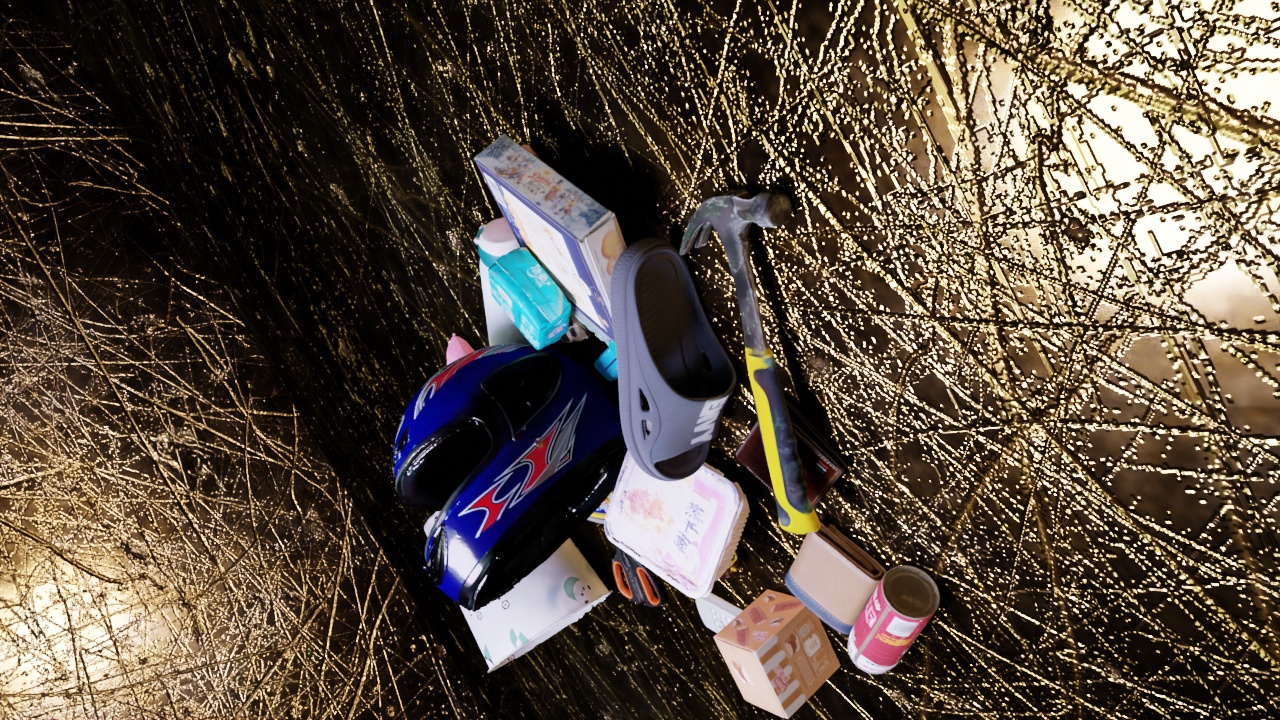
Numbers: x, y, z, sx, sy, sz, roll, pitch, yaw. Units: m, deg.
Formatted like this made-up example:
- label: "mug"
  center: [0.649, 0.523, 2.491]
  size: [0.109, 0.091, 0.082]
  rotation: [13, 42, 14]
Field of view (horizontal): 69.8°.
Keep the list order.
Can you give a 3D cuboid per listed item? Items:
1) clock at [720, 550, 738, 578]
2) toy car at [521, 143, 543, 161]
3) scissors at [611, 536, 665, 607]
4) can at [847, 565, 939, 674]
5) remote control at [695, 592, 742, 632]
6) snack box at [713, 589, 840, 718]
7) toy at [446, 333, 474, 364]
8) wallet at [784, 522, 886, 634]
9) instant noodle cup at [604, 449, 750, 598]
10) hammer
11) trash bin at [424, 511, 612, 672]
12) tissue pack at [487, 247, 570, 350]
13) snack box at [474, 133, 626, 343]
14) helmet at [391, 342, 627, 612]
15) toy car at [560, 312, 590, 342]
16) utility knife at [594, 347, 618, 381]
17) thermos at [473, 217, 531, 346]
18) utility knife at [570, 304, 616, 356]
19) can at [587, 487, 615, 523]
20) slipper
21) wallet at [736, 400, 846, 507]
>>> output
- label: "clock"
  center: [0.074, 0.225, 1.099]
  size: [0.082, 0.055, 0.122]
  rotation: [60, 150, -3]
- label: "toy car"
  center: [-0.136, -0.197, 1.019]
  size: [0.056, 0.037, 0.123]
  rotation: [61, 152, -4]
- label: "scissors"
  center: [-0.014, 0.258, 1.316]
  size: [0.143, 0.021, 0.235]
  rotation: [23, 131, 33]
- label: "can"
  center: [0.238, 0.249, 0.873]
  size: [0.053, 0.053, 0.133]
  rotation: [41, 148, 26]
- label: "remote control"
  center: [0.128, 0.342, 1.169]
  size: [0.150, 0.021, 0.058]
  rotation: [15, 131, 52]
- label: "snack box"
  center: [0.154, 0.329, 1.038]
  size: [0.077, 0.094, 0.093]
  rotation: [-2, 117, 58]
- label: "toy"
  center: [-0.256, 0.041, 1.407]
  size: [0.195, 0.074, 0.178]
  rotation: [-18, 93, 57]
- label: "wallet"
  center: [0.196, 0.221, 0.933]
  size: [0.090, 0.033, 0.115]
  rotation: [39, 146, 25]
- label: "instant noodle cup"
  center: [0.048, 0.171, 1.035]
  size: [0.173, 0.060, 0.138]
  rotation: [25, 100, 42]
- label: "hammer"
  center: [0.109, 0.008, 0.819]
  size: [0.126, 0.031, 0.323]
  rotation: [13, 122, 55]
- label: "trash bin"
  center: [-0.208, 0.330, 1.480]
  size: [0.252, 0.229, 0.230]
  rotation: [56, 152, 14]
- label: "tissue pack"
  center: [-0.122, -0.066, 1.015]
  size: [0.093, 0.050, 0.134]
  rotation: [50, 167, 3]
- label: "snack box"
  center: [-0.074, -0.116, 0.931]
  size: [0.182, 0.045, 0.178]
  rotation: [40, 164, 34]
- label: "helmet"
  center: [-0.173, 0.114, 1.090]
  size: [0.240, 0.314, 0.248]
  rotation: [38, 138, 15]
- label: "toy car"
  center: [-0.090, -0.064, 1.082]
  size: [0.042, 0.035, 0.090]
  rotation: [5, 120, 53]
- label: "utility knife"
  center: [-0.009, -0.021, 1.019]
  size: [0.034, 0.018, 0.195]
  rotation: [55, 150, 6]
- label: "thermos"
  center: [-0.161, -0.077, 1.149]
  size: [0.073, 0.073, 0.225]
  rotation: [39, 146, 29]
- label: "utility knife"
  center: [-0.006, 0.006, 1.014]
  size: [0.223, 0.013, 0.029]
  rotation: [42, 144, 9]
- label: "can"
  center: [-0.052, 0.177, 1.239]
  size: [0.148, 0.049, 0.074]
  rotation: [0, 114, 52]
- label: "slipper"
  center: [0.037, 0.014, 0.892]
  size: [0.083, 0.110, 0.268]
  rotation: [19, 130, 43]
- label: "wallet"
  center: [0.146, 0.097, 0.900]
  size: [0.096, 0.020, 0.123]
  rotation: [47, 152, 17]
